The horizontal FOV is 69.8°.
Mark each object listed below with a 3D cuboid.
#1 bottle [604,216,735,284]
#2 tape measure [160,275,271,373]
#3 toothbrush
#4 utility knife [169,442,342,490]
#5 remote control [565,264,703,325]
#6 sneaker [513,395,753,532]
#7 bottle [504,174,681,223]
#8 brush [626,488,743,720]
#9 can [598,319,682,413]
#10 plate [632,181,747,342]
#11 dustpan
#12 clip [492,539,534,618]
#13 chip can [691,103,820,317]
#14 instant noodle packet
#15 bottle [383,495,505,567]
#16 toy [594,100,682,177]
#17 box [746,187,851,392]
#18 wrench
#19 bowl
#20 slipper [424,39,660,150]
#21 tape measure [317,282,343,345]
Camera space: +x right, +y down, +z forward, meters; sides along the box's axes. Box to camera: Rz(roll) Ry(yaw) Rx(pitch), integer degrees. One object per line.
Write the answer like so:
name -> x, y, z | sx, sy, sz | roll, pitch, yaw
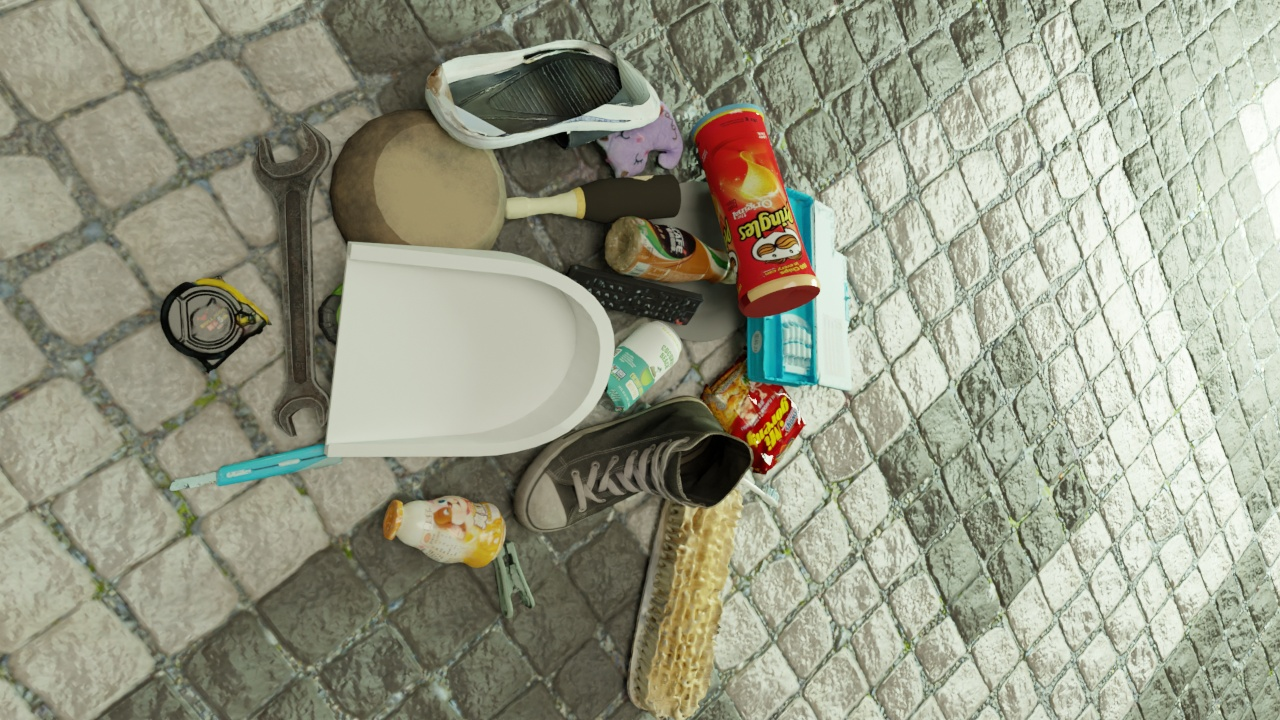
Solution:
bottle -> 0.042, -0.109, 0.974 | 0.167, 0.059, 0.059 | 8, 87, -38
tape measure -> -0.362, -0.034, 0.769 | 0.071, 0.042, 0.072 | -45, 116, -16
toothbrush -> 0.079, 0.111, 1.034 | 0.222, 0.027, 0.026 | 34, 64, -27
utility knife -> -0.334, 0.097, 0.803 | 0.140, 0.015, 0.022 | -13, 94, -26
remote control -> -0.010, -0.071, 0.961 | 0.150, 0.047, 0.022 | 12, 48, -22
sneaker -> -0.009, 0.117, 0.916 | 0.234, 0.120, 0.095 | -18, 111, -17
bottle -> -0.050, -0.162, 0.939 | 0.184, 0.045, 0.045 | -8, 95, -20
brush -> 0.049, 0.253, 1.001 | 0.083, 0.057, 0.271 | 16, 83, -30
can -> -0.006, 0.006, 0.965 | 0.101, 0.055, 0.055 | -43, 111, -22
plate -> 0.065, -0.110, 1.027 | 0.178, 0.012, 0.178 | -1, 91, -30
dustpan -> -0.144, -0.002, 0.845 | 0.257, 0.053, 0.192 | -1, 111, -39
clip -> -0.131, 0.218, 0.917 | 0.037, 0.023, 0.075 | -18, 98, -27
chip can -> 0.120, -0.159, 0.977 | 0.087, 0.087, 0.213 | -5, 72, -30
instant noodle packet -> 0.132, 0.055, 1.056 | 0.098, 0.040, 0.135 | -45, 111, -29
bottle -> -0.184, 0.158, 0.861 | 0.109, 0.063, 0.063 | 16, 83, -30
toy -> 0.003, -0.230, 0.977 | 0.099, 0.036, 0.080 | -40, 116, -24
box -> 0.195, -0.081, 1.075 | 0.181, 0.039, 0.226 | 8, 79, -41
wrench -> -0.300, -0.069, 0.802 | 0.070, 0.010, 0.273 | -1, 93, 6
bowl -> -0.196, -0.153, 0.843 | 0.162, 0.070, 0.162 | -1, 91, -30
slipper -> -0.093, -0.249, 0.890 | 0.263, 0.063, 0.111 | -24, 78, -43
tape measure -> -0.257, -0.037, 0.831 | 0.065, 0.036, 0.058 | 23, 80, -29
